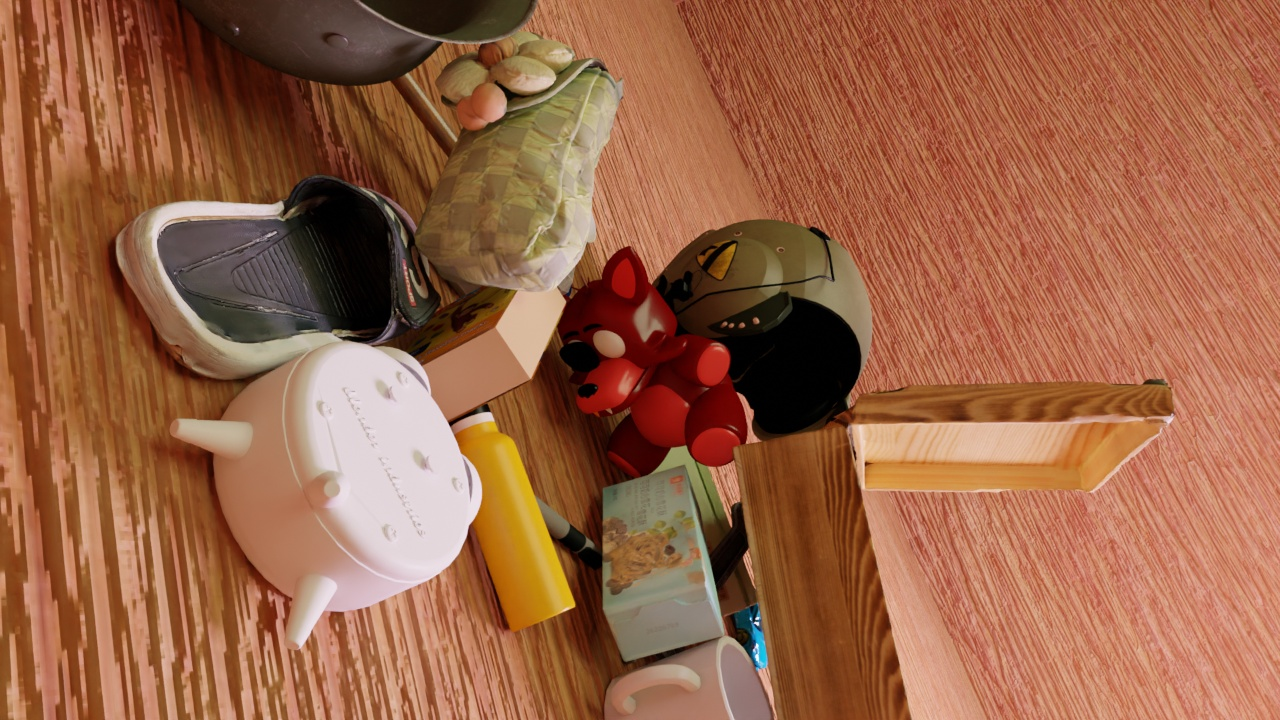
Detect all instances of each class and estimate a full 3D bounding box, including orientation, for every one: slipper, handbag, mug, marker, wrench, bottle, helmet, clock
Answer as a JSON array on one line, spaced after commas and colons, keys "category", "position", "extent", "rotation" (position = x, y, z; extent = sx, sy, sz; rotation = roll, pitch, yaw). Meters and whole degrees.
[{"category": "slipper", "position": [-0.174, -0.058, 0.525], "extent": [0.111, 0.063, 0.263], "rotation": [63, 19, -3]}, {"category": "handbag", "position": [-0.083, -0.138, 0.592], "extent": [0.117, 0.113, 0.186], "rotation": [62, 32, -52]}, {"category": "mug", "position": [0.028, 0.243, 0.634], "extent": [0.121, 0.090, 0.091], "rotation": [51, 21, -36]}, {"category": "marker", "position": [-0.068, 0.115, 0.664], "extent": [0.140, 0.016, 0.016], "rotation": [48, 23, -42]}, {"category": "wrench", "position": [0.058, 0.196, 0.804], "extent": [0.070, 0.010, 0.272], "rotation": [59, 32, -2]}, {"category": "bottle", "position": [-0.087, 0.096, 0.585], "extent": [0.143, 0.043, 0.043], "rotation": [68, 17, 12]}, {"category": "helmet", "position": [0.108, -0.027, 0.944], "extent": [0.250, 0.256, 0.232], "rotation": [54, 23, -34]}, {"category": "helmet", "position": [-0.197, -0.262, 0.550], "extent": [0.267, 0.154, 0.226], "rotation": [33, 49, -17]}, {"category": "clock", "position": [-0.135, 0.052, 0.454], "extent": [0.125, 0.073, 0.160], "rotation": [63, 17, -3]}]

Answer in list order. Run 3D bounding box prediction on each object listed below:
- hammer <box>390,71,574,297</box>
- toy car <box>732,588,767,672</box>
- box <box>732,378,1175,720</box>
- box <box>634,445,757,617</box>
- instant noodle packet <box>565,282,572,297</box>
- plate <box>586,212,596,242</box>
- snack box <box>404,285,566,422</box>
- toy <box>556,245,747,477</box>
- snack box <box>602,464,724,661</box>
[{"category": "hammer", "position": [-0.165, -0.193, 0.707], "extent": [0.318, 0.083, 0.162], "rotation": [54, 19, -28]}, {"category": "toy car", "position": [0.116, 0.270, 0.959], "extent": [0.048, 0.032, 0.105], "rotation": [48, 25, -44]}, {"category": "box", "position": [0.267, 0.153, 0.785], "extent": [0.279, 0.337, 0.286], "rotation": [49, 29, -66]}, {"category": "box", "position": [0.039, 0.163, 0.896], "extent": [0.097, 0.082, 0.187], "rotation": [-10, 71, -27]}, {"category": "instant noodle packet", "position": [-0.082, -0.128, 0.915], "extent": [0.134, 0.026, 0.087], "rotation": [-97, -176, -48]}, {"category": "plate", "position": [-0.091, -0.193, 1.049], "extent": [0.134, 0.011, 0.134], "rotation": [54, 19, -30]}, {"category": "snack box", "position": [-0.106, -0.012, 0.607], "extent": [0.040, 0.088, 0.125], "rotation": [58, 18, -19]}, {"category": "toy", "position": [-0.005, 0.005, 0.786], "extent": [0.197, 0.159, 0.120], "rotation": [51, 52, -20]}, {"category": "snack box", "position": [0.013, 0.148, 0.701], "extent": [0.174, 0.075, 0.053], "rotation": [-96, 169, -67]}]
